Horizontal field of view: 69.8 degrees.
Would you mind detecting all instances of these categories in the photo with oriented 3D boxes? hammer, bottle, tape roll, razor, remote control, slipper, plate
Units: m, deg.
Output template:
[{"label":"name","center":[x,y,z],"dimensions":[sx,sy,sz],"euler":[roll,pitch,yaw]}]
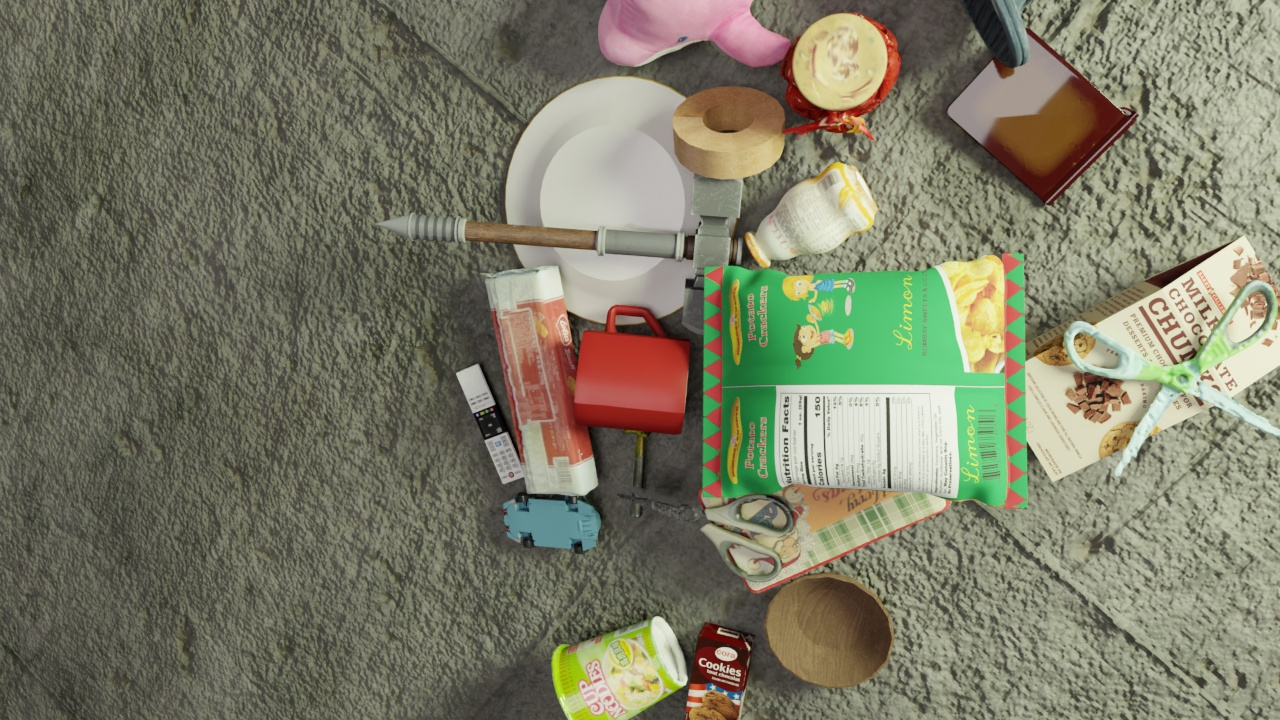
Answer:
[{"label":"hammer","center":[-0.072,-0.108,0.811],"dimensions":[0.322,0.043,0.156],"euler":[5,108,2]},{"label":"bottle","center":[0.143,-0.119,0.781],"dimensions":[0.109,0.063,0.063],"euler":[-28,91,22]},{"label":"tape roll","center":[0.074,-0.193,0.773],"dimensions":[0.094,0.093,0.027],"euler":[11,142,16]},{"label":"razor","center":[-0.002,0.105,0.888],"dimensions":[0.026,0.042,0.106],"euler":[9,112,14]},{"label":"remote control","center":[-0.151,0.065,0.937],"dimensions":[0.028,0.011,0.124],"euler":[-21,93,20]},{"label":"slipper","center":[0.266,-0.351,0.683],"dimensions":[0.083,0.101,0.263],"euler":[-17,89,12]},{"label":"plate","center":[-0.024,-0.145,0.850],"dimensions":[0.230,0.021,0.230],"euler":[3,101,17]},{"label":"bottle","center":[0.159,-0.223,0.730],"dimensions":[0.099,0.111,0.099],"euler":[3,103,13]}]

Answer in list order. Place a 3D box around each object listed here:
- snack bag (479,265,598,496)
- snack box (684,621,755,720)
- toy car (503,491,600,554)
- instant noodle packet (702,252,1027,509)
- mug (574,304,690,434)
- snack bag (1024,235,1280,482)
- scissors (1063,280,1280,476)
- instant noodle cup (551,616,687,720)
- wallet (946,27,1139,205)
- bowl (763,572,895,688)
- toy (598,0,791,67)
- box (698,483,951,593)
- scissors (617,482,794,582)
[{"label":"snack bag","center":[-0.096,0.020,0.890],"dimensions":[0.078,0.041,0.225],"euler":[-4,99,35]},{"label":"snack box","center":[0.074,0.335,0.905],"dimensions":[0.051,0.031,0.141],"euler":[12,104,16]},{"label":"toy car","center":[-0.086,0.160,0.927],"dimensions":[0.108,0.027,0.060],"euler":[-1,100,28]},{"label":"instant noodle packet","center":[0.174,0.016,0.740],"dimensions":[0.253,0.090,0.195],"euler":[-1,86,19]},{"label":"mug","center":[-0.005,0.005,0.836],"dimensions":[0.096,0.080,0.116],"euler":[5,71,2]},{"label":"snack bag","center":[0.391,-0.002,0.718],"dimensions":[0.207,0.069,0.094],"euler":[-32,89,20]},{"label":"scissors","center":[0.397,0.013,0.675],"dimensions":[0.172,0.021,0.171],"euler":[31,105,6]},{"label":"instant noodle cup","center":[-0.017,0.306,0.901],"dimensions":[0.108,0.098,0.099],"euler":[-28,91,13]},{"label":"wallet","center":[0.318,-0.196,0.734],"dimensions":[0.115,0.018,0.092],"euler":[42,109,2]},{"label":"bowl","center":[0.175,0.245,0.853],"dimensions":[0.118,0.030,0.118],"euler":[4,106,15]},{"label":"toy","center":[0.068,-0.331,0.731],"dimensions":[0.266,0.127,0.186],"euler":[-33,85,15]},{"label":"box","center":[0.162,0.119,0.827],"dimensions":[0.206,0.050,0.117],"euler":[-28,92,20]},{"label":"scissors","center":[0.062,0.135,0.834],"dimensions":[0.169,0.012,0.133],"euler":[47,108,10]}]
